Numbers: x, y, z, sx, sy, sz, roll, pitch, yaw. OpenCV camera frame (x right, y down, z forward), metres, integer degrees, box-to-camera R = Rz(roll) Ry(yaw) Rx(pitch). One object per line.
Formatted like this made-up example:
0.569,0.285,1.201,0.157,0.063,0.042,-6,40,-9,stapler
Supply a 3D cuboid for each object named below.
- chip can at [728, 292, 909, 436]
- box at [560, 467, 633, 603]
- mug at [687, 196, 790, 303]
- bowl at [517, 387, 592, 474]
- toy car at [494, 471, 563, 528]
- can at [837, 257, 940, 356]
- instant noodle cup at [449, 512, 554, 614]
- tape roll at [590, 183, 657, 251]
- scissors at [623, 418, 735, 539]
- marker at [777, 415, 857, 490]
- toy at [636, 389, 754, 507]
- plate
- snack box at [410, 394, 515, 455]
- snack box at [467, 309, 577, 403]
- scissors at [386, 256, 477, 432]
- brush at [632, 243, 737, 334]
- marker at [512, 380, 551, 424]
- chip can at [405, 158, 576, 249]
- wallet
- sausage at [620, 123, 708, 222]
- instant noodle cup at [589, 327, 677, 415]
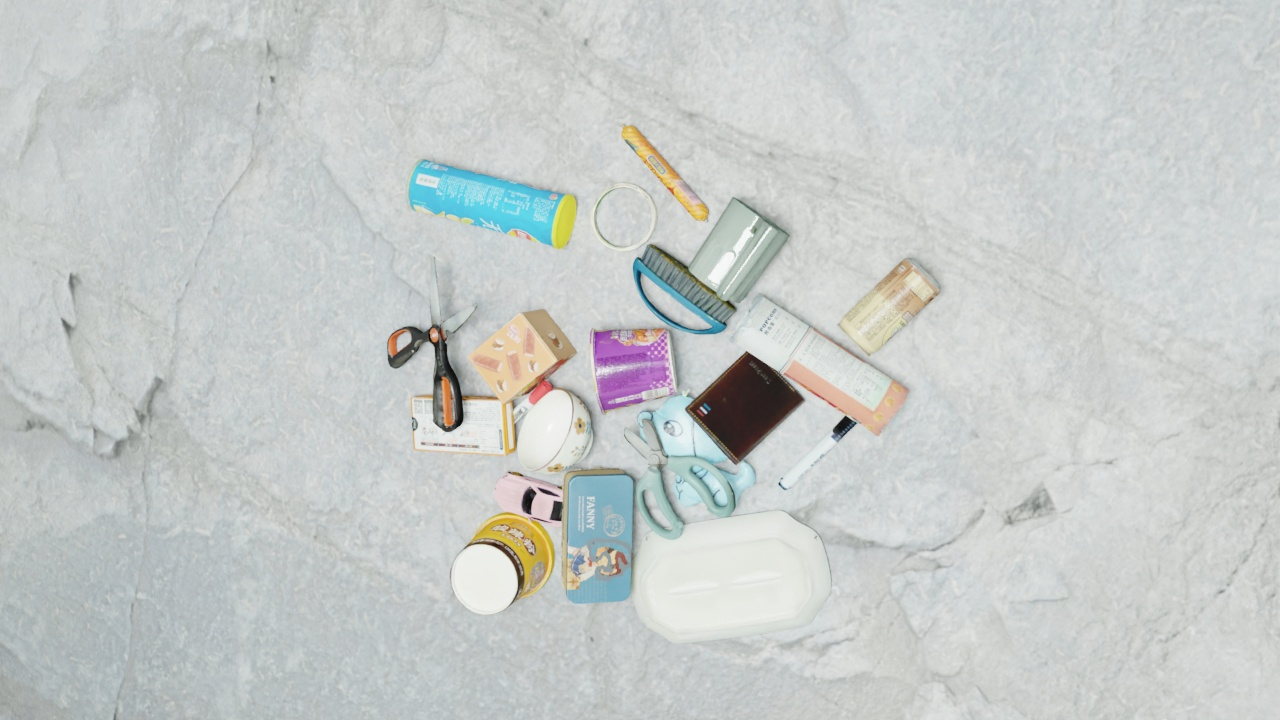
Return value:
0.215,0.005,1.112,0.215,0.071,0.071,33,102,7,chip can
-0.057,0.220,1.190,0.089,0.062,0.184,-2,99,-13,box
0.118,-0.127,1.095,0.083,0.123,0.103,32,105,-11,mug
-0.102,0.099,1.189,0.062,0.113,0.113,29,105,-34,bowl
-0.140,0.189,1.232,0.122,0.037,0.056,15,97,12,toy car
0.295,-0.064,1.093,0.058,0.058,0.116,46,103,4,can
-0.187,0.271,1.211,0.118,0.114,0.118,1,96,13,instant noodle cup
-0.021,-0.183,1.175,0.086,0.014,0.086,1,96,13,tape roll
0.051,0.145,1.149,0.172,0.019,0.177,-7,106,29,scissors
0.222,0.114,1.149,0.131,0.018,0.022,-46,129,12,marker
0.070,0.114,1.170,0.161,0.049,0.156,10,100,7,toy
0.111,0.287,1.186,0.266,0.034,0.162,-11,94,14,plate
-0.240,0.086,1.231,0.154,0.026,0.075,1,98,25,snack box
-0.150,-0.007,1.183,0.094,0.092,0.077,-38,87,14,snack box
-0.269,-0.016,1.188,0.234,0.021,0.221,-17,86,46,scissors
0.047,-0.080,1.149,0.144,0.055,0.073,39,101,6,brush
-0.169,0.076,1.220,0.145,0.017,0.017,-42,86,26,marker
-0.192,-0.202,1.183,0.210,0.071,0.071,16,99,11,chip can
0.129,0.056,1.143,0.122,0.020,0.096,-42,87,-11,wallet
0.030,-0.236,1.153,0.021,0.021,0.165,-42,86,13,sausage
-0.007,0.007,1.150,0.099,0.111,0.111,-9,94,4,instant noodle cup
